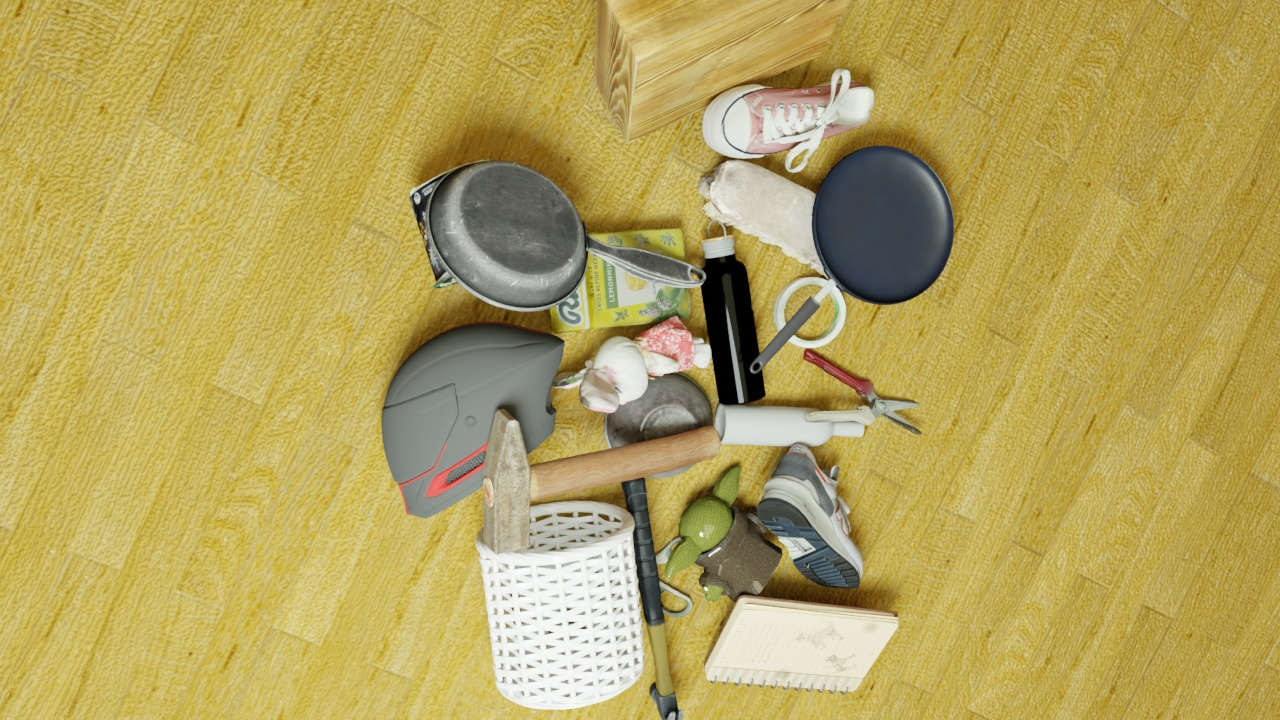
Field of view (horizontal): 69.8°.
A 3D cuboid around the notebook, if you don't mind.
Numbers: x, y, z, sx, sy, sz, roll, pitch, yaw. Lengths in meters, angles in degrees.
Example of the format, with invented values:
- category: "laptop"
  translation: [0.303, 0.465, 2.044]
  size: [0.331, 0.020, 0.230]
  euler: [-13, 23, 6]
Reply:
- category: "notebook"
  translation: [0.212, 0.383, 1.220]
  size: [0.225, 0.024, 0.168]
  euler: [10, 125, -13]

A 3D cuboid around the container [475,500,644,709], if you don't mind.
- category: "container"
  translation: [-0.093, 0.287, 1.107]
  size: [0.189, 0.189, 0.187]
  euler: [-7, 100, -10]

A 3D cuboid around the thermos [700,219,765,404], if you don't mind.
- category: "thermos"
  translation: [0.112, -0.063, 1.164]
  size: [0.061, 0.061, 0.231]
  euler: [-11, 99, -9]

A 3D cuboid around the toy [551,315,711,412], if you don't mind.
- category: "toy"
  translation: [-0.007, 0.007, 1.117]
  size: [0.194, 0.159, 0.084]
  euler: [-20, 108, -22]

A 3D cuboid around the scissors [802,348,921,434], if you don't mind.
- category: "scissors"
  translation: [0.284, 0.053, 1.215]
  size: [0.178, 0.015, 0.195]
  euler: [-35, 83, -36]

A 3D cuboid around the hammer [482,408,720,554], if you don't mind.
- category: "hammer"
  translation: [-0.035, 0.114, 1.057]
  size: [0.300, 0.037, 0.158]
  euler: [-9, 114, -29]

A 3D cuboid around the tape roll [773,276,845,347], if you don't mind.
- category: "tape roll"
  translation: [0.223, -0.063, 1.207]
  size: [0.093, 0.018, 0.094]
  euler: [-1, 98, -11]

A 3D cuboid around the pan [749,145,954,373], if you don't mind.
- category: "pan"
  translation: [0.251, -0.113, 1.138]
  size: [0.199, 0.021, 0.356]
  euler: [46, 78, -12]

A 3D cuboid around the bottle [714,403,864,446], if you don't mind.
- category: "bottle"
  translation: [0.198, 0.087, 1.204]
  size: [0.195, 0.052, 0.052]
  euler: [3, 97, -11]

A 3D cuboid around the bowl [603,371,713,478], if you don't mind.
- category: "bowl"
  translation: [0.030, 0.086, 1.165]
  size: [0.145, 0.067, 0.145]
  euler: [-1, 98, -11]

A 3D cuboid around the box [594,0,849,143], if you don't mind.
- category: "box"
  translation: [0.055, -0.448, 1.011]
  size: [0.279, 0.269, 0.263]
  euler: [-25, 86, -7]

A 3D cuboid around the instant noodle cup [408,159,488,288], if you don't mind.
- category: "instant noodle cup"
  translation: [-0.197, -0.161, 1.065]
  size: [0.137, 0.137, 0.112]
  euler: [-24, 93, -7]

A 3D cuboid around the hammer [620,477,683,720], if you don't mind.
- category: "hammer"
  translation: [0.014, 0.304, 1.162]
  size: [0.025, 0.118, 0.333]
  euler: [-10, 100, -11]

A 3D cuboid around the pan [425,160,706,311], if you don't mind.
- category: "pan"
  translation: [-0.066, -0.130, 1.036]
  size: [0.356, 0.055, 0.187]
  euler: [7, 62, -28]

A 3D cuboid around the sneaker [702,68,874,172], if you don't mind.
- category: "sneaker"
  translation: [0.193, -0.292, 1.109]
  size: [0.240, 0.088, 0.118]
  euler: [-16, 121, -22]

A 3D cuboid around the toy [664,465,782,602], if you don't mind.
- category: "toy"
  translation: [0.112, 0.241, 1.191]
  size: [0.153, 0.078, 0.179]
  euler: [46, 61, -16]

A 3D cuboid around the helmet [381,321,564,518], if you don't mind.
- category: "helmet"
  translation: [-0.200, 0.048, 1.067]
  size: [0.265, 0.164, 0.170]
  euler: [-32, 96, 3]

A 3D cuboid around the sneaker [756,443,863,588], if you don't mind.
- category: "sneaker"
  translation: [0.237, 0.199, 1.206]
  size: [0.240, 0.089, 0.124]
  euler: [50, 48, -39]

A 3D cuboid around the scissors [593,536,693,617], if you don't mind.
- category: "scissors"
  translation: [0.018, 0.279, 1.215]
  size: [0.157, 0.012, 0.168]
  euler: [-31, 102, -7]

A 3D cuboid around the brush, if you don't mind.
- category: "brush"
  translation: [0.202, -0.172, 1.168]
  size: [0.271, 0.057, 0.083]
  euler: [23, 88, -14]

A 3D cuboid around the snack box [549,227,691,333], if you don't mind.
- category: "snack box"
  translation: [-0.027, -0.101, 1.141]
  size: [0.180, 0.045, 0.121]
  euler: [-5, 99, -10]
